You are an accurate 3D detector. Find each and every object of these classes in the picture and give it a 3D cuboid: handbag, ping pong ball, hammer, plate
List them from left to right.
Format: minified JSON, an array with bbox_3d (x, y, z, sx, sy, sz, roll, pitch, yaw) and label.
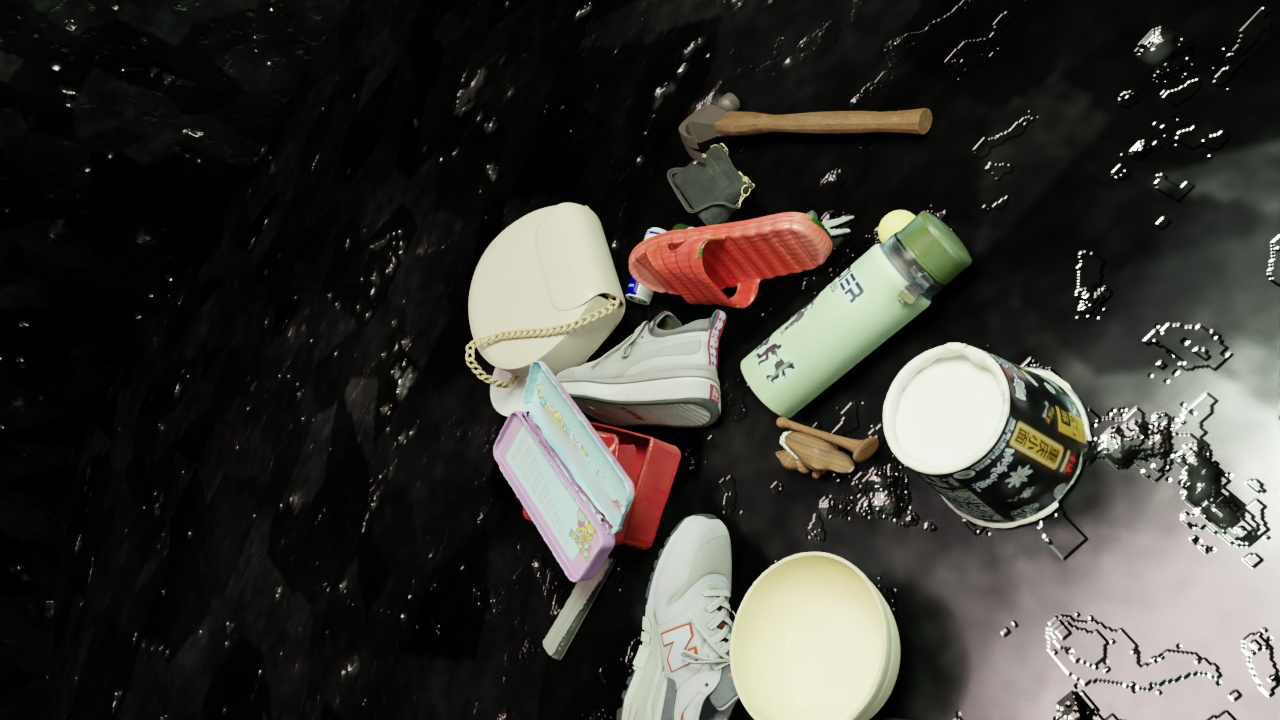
[{"bbox_3d":[-0.137,-0.009,1.236,0.189,0.016,0.188,-27,41,26],"label":"plate"},{"bbox_3d":[-0.129,-0.086,1.168,0.209,0.103,0.210,-32,57,25],"label":"handbag"},{"bbox_3d":[0.088,-0.213,1.105,0.079,0.054,0.128,-44,41,17],"label":"handbag"},{"bbox_3d":[0.174,-0.267,1.035,0.323,0.033,0.115,14,51,45],"label":"hammer"},{"bbox_3d":[0.251,-0.126,0.890,0.040,0.040,0.040,-24,54,38],"label":"ping pong ball"}]

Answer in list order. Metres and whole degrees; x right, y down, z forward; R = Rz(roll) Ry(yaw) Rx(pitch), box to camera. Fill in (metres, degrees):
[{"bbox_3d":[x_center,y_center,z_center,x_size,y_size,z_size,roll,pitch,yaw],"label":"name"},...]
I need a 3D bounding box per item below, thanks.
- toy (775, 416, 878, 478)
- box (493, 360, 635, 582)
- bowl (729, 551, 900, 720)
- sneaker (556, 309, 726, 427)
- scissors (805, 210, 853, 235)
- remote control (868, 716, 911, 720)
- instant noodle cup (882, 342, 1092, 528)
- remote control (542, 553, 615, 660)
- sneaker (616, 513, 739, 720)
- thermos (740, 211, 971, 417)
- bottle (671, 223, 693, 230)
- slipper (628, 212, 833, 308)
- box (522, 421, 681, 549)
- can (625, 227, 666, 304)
[{"bbox_3d":[0.171,0.086,0.866,0.102,0.041,0.055,17,119,42],"label":"toy"},{"bbox_3d":[-0.085,0.117,0.991,0.214,0.034,0.151,50,129,36],"label":"box"},{"bbox_3d":[0.157,0.245,0.771,0.151,0.075,0.150,-27,47,34],"label":"bowl"},{"bbox_3d":[-0.006,0.006,1.070,0.264,0.096,0.128,-5,60,45],"label":"sneaker"},{"bbox_3d":[0.162,-0.139,1.012,0.123,0.019,0.148,-53,43,12],"label":"scissors"},{"bbox_3d":[0.169,0.315,0.772,0.150,0.013,0.034,-14,57,43],"label":"remote control"},{"bbox_3d":[0.265,0.054,0.726,0.138,0.112,0.137,-24,55,39],"label":"instant noodle cup"},{"bbox_3d":[-0.071,0.279,1.053,0.033,0.013,0.136,34,95,49],"label":"remote control"},{"bbox_3d":[0.065,0.274,0.862,0.124,0.088,0.240,18,93,46],"label":"sneaker"},{"bbox_3d":[0.203,-0.042,0.869,0.232,0.082,0.082,-42,45,24],"label":"thermos"},{"bbox_3d":[0.076,-0.144,1.103,0.106,0.025,0.025,27,91,50],"label":"bottle"},{"bbox_3d":[0.090,-0.100,1.006,0.249,0.103,0.059,-6,52,38],"label":"slipper"},{"bbox_3d":[-0.046,0.138,1.049,0.158,0.110,0.134,10,89,46],"label":"box"},{"bbox_3d":[0.010,-0.119,1.155,0.032,0.032,0.095,8,77,49],"label":"can"}]
